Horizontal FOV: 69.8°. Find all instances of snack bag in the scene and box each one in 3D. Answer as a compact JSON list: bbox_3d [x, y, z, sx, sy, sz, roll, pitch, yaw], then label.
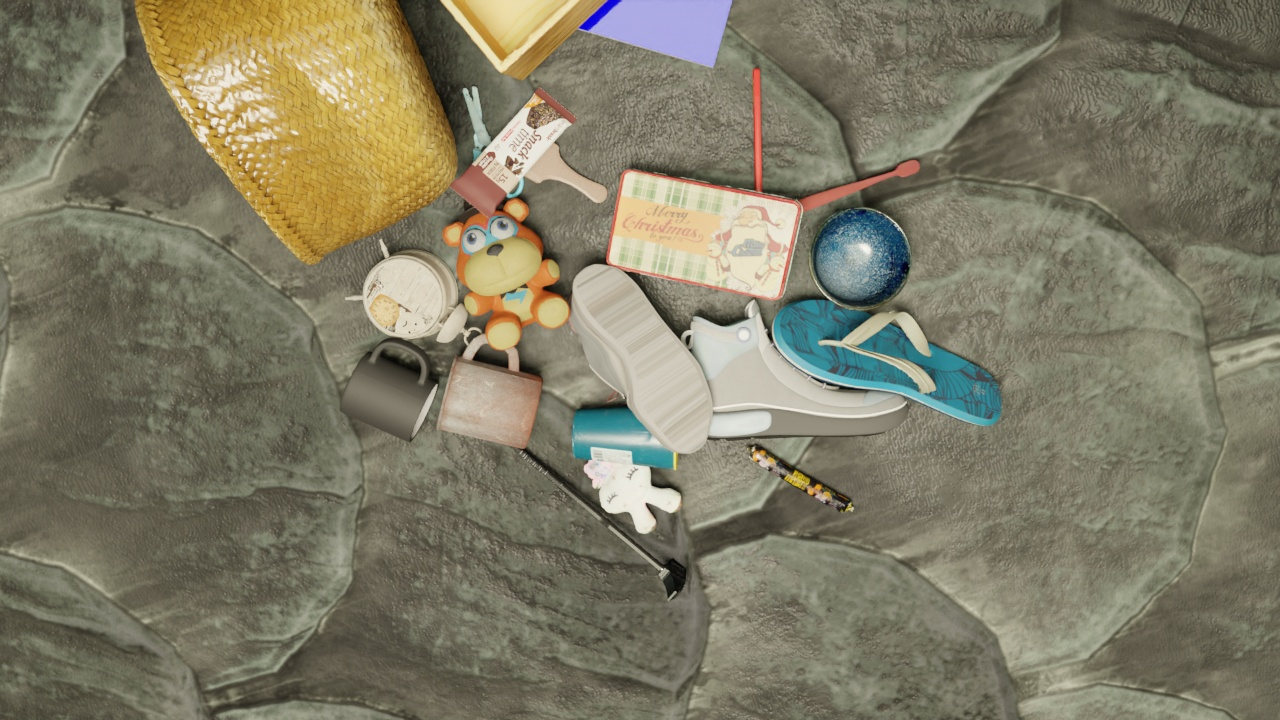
[{"bbox_3d":[-0.139,-0.230,1.012,0.057,0.013,0.157,40,74,-5],"label":"snack bag"}]

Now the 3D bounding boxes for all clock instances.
[{"bbox_3d":[-0.249,-0.062,1.052,0.157,0.061,0.103,33,100,-4],"label":"clock"}]

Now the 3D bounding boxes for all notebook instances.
[{"bbox_3d":[0.003,-0.433,0.998,0.209,0.022,0.172,15,103,-3],"label":"notebook"}]

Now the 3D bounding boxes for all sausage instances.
[{"bbox_3d":[0.193,0.145,1.112,0.155,0.020,0.020,31,100,-5],"label":"sausage"}]

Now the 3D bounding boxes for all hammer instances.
[{"bbox_3d":[-0.074,0.168,1.095,0.325,0.095,0.015,40,99,-1],"label":"hammer"}]

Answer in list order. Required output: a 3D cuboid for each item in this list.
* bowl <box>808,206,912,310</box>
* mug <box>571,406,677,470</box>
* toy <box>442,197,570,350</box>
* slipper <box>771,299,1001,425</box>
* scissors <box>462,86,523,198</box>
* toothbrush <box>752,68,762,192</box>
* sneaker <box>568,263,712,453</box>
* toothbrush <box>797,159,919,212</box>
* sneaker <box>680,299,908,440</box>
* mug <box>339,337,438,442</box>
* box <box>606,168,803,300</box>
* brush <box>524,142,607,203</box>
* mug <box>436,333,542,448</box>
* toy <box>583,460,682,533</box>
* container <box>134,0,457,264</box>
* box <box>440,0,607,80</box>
[{"bbox_3d":[0.242,-0.111,1.036,0.114,0.061,0.114,0,89,1],"label":"bowl"},{"bbox_3d":[-0.017,0.088,1.076,0.121,0.078,0.078,1,101,4],"label":"mug"},{"bbox_3d":[-0.153,-0.103,1.028,0.112,0.096,0.176,-26,74,-4],"label":"toy"},{"bbox_3d":[0.290,-0.009,1.034,0.295,0.118,0.060,20,139,-10],"label":"slipper"},{"bbox_3d":[-0.170,-0.245,1.039,0.076,0.015,0.141,-4,106,3],"label":"scissors"},{"bbox_3d":[0.128,-0.221,1.043,0.018,0.012,0.212,-2,101,1],"label":"toothbrush"},{"bbox_3d":[-0.006,0.006,1.040,0.099,0.090,0.236,-29,83,-20],"label":"sneaker"},{"bbox_3d":[0.225,-0.191,1.041,0.190,0.016,0.016,-19,100,1],"label":"toothbrush"},{"bbox_3d":[0.178,0.010,1.057,0.256,0.093,0.160,-4,93,0],"label":"sneaker"},{"bbox_3d":[-0.284,0.028,1.056,0.088,0.078,0.114,25,115,-5],"label":"mug"},{"bbox_3d":[0.070,-0.140,1.024,0.205,0.050,0.118,14,100,9],"label":"box"},{"bbox_3d":[-0.099,-0.218,1.044,0.135,0.015,0.050,29,87,-12],"label":"brush"},{"bbox_3d":[-0.168,0.033,1.053,0.110,0.096,0.123,14,101,-14],"label":"mug"},{"bbox_3d":[-0.014,0.157,1.106,0.122,0.038,0.079,37,106,-4],"label":"toy"},{"bbox_3d":[-0.312,-0.276,0.894,0.196,0.307,0.307,-24,100,-3],"label":"container"},{"bbox_3d":[-0.139,-0.468,0.820,0.280,0.335,0.286,-39,93,15],"label":"box"}]
